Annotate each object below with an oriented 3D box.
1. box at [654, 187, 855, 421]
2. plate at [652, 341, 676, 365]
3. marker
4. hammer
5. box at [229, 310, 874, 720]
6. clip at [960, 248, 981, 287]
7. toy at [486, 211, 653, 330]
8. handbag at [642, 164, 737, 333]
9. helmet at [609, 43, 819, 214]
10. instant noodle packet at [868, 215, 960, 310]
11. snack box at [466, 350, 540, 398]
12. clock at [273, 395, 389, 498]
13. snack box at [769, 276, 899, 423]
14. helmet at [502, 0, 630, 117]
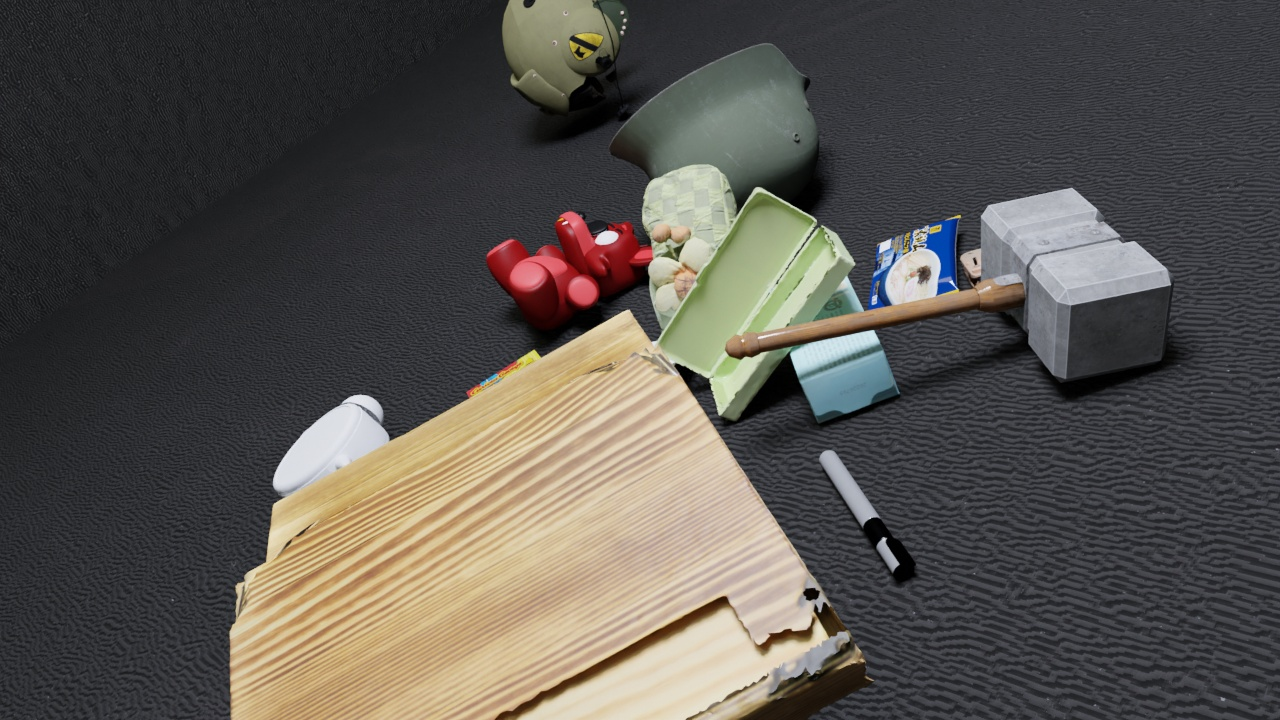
[{"bbox_3d":[0.098,-0.044,0.820,0.188,0.098,0.082,-59,18,25],"label":"box"},{"bbox_3d":[-0.005,0.005,0.946,0.134,0.011,0.134,-15,13,4],"label":"plate"},{"bbox_3d":[0.166,0.111,0.686,0.016,0.016,0.140,-26,31,2],"label":"marker"},{"bbox_3d":[0.225,-0.040,0.739,0.318,0.083,0.162,-12,33,4],"label":"hammer"},{"bbox_3d":[-0.050,0.159,0.516,0.279,0.287,0.336,-28,29,-1],"label":"box"},{"bbox_3d":[0.315,-0.081,0.851,0.026,0.049,0.061,-18,-8,17],"label":"clip"},{"bbox_3d":[-0.076,-0.120,1.123,0.197,0.120,0.158,-26,28,-13],"label":"toy"},{"bbox_3d":[0.050,-0.116,0.963,0.113,0.186,0.116,-15,-7,22],"label":"handbag"},{"bbox_3d":[0.116,-0.241,1.086,0.267,0.154,0.228,-26,-4,-37],"label":"helmet"},{"bbox_3d":[0.267,-0.091,0.891,0.087,0.026,0.134,-18,31,32],"label":"instant noodle packet"},{"bbox_3d":[-0.122,0.050,0.973,0.088,0.040,0.126,-33,32,-8],"label":"snack box"},{"bbox_3d":[-0.337,0.114,1.021,0.125,0.073,0.160,-36,27,12],"label":"clock"},{"bbox_3d":[0.172,-0.021,0.840,0.075,0.053,0.174,-21,30,10],"label":"snack box"},{"bbox_3d":[-0.125,-0.546,1.616,0.233,0.256,0.250,-21,30,5],"label":"helmet"}]
